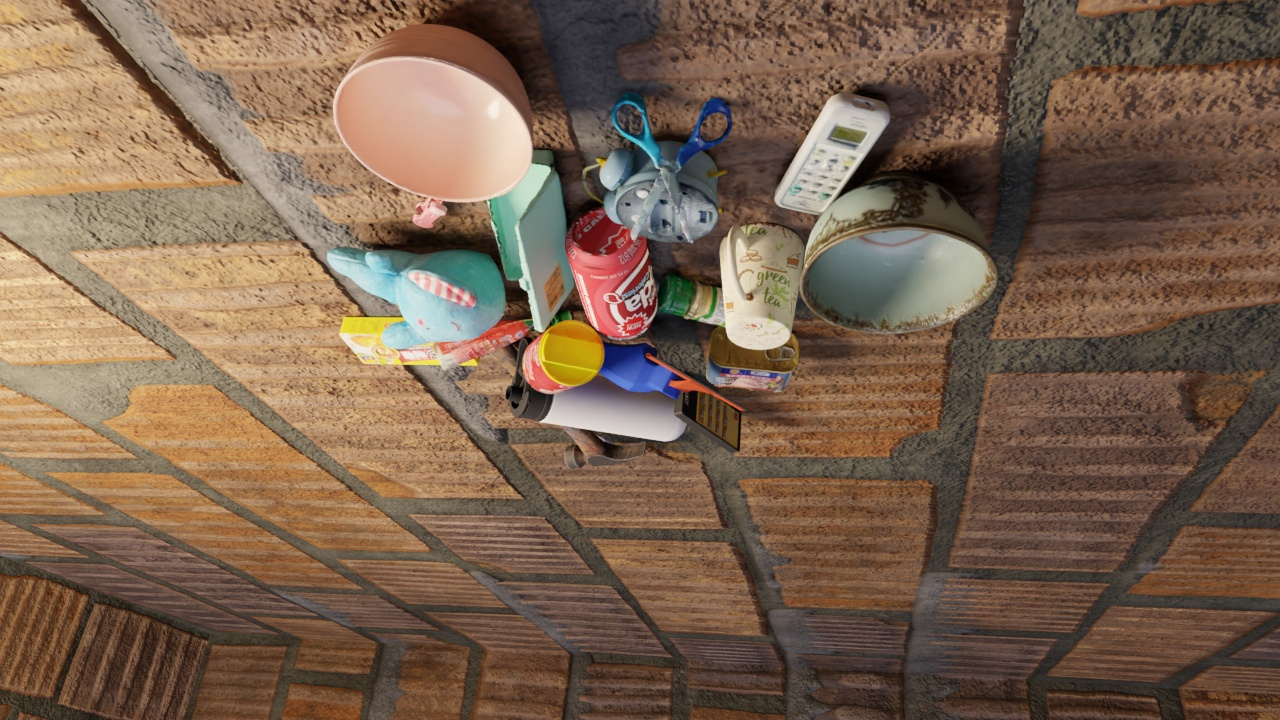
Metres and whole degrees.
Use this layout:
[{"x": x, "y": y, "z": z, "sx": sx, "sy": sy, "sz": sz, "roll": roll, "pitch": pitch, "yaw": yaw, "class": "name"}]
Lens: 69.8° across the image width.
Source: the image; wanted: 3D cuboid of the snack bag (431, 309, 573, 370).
[{"x": -0.148, "y": -0.029, "z": 1.010, "sx": 0.155, "sy": 0.044, "sz": 0.087, "roll": -15, "pitch": 177, "yaw": -1, "class": "snack bag"}]

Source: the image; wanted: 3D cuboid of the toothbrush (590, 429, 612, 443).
[{"x": -0.103, "y": 0.080, "z": 1.265, "sx": 0.019, "sy": 0.018, "sz": 0.188, "roll": -20, "pitch": 142, "yaw": 37, "class": "toothbrush"}]

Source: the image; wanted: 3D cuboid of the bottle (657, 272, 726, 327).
[{"x": 0.073, "y": -0.058, "z": 0.950, "sx": 0.110, "sy": 0.042, "sz": 0.043, "roll": 13, "pitch": 151, "yaw": -15, "class": "bottle"}]

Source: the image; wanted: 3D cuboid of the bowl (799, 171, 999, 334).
[{"x": 0.215, "y": -0.102, "z": 0.782, "sx": 0.160, "sy": 0.093, "sz": 0.160, "roll": 5, "pitch": 152, "yaw": 2, "class": "bowl"}]

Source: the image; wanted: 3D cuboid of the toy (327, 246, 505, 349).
[{"x": -0.226, "y": -0.066, "z": 0.920, "sx": 0.180, "sy": 0.115, "sz": 0.183, "roll": 13, "pitch": 177, "yaw": -3, "class": "toy"}]

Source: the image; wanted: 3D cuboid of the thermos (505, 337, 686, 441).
[{"x": -0.047, "y": 0.038, "z": 1.109, "sx": 0.229, "sy": 0.068, "sz": 0.101, "roll": 10, "pitch": 111, "yaw": -29, "class": "thermos"}]

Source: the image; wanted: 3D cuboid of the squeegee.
[{"x": -0.006, "y": 0.006, "z": 1.010, "sx": 0.185, "sy": 0.055, "sz": 0.249, "roll": 27, "pitch": 179, "yaw": 31, "class": "squeegee"}]

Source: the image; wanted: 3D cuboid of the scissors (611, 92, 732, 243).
[{"x": 0.031, "y": -0.155, "z": 0.725, "sx": 0.117, "sy": 0.130, "sz": 0.014, "roll": -17, "pitch": -174, "yaw": 0, "class": "scissors"}]

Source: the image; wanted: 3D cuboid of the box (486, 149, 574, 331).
[{"x": -0.104, "y": -0.101, "z": 0.852, "sx": 0.077, "sy": 0.091, "sz": 0.189, "roll": 4, "pitch": 152, "yaw": 2, "class": "box"}]

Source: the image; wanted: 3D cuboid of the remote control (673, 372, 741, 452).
[{"x": 0.087, "y": 0.068, "z": 1.163, "sx": 0.013, "sy": 0.058, "sz": 0.133, "roll": -15, "pitch": 146, "yaw": 35, "class": "remote control"}]

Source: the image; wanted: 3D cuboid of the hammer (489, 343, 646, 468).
[{"x": -0.111, "y": 0.046, "z": 1.166, "sx": 0.120, "sy": 0.033, "sz": 0.330, "roll": -10, "pitch": 142, "yaw": 24, "class": "hammer"}]

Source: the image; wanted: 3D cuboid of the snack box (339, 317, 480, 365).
[{"x": -0.274, "y": -0.023, "z": 1.100, "sx": 0.152, "sy": 0.025, "sz": 0.075, "roll": 1, "pitch": 152, "yaw": 11, "class": "snack box"}]

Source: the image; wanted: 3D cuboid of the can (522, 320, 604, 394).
[{"x": -0.084, "y": -0.002, "z": 0.974, "sx": 0.066, "sy": 0.066, "sz": 0.124, "roll": 14, "pitch": 170, "yaw": -14, "class": "can"}]

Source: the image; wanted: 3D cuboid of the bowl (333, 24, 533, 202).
[{"x": -0.149, "y": -0.197, "z": 0.698, "sx": 0.153, "sy": 0.076, "sz": 0.153, "roll": 5, "pitch": 151, "yaw": 3, "class": "bowl"}]

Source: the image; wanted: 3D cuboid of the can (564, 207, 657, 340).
[{"x": -0.026, "y": -0.082, "z": 0.888, "sx": 0.074, "sy": 0.074, "sz": 0.143, "roll": 1, "pitch": 152, "yaw": 9, "class": "can"}]

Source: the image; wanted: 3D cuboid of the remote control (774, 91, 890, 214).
[{"x": 0.153, "y": -0.167, "z": 0.748, "sx": 0.050, "sy": 0.022, "sz": 0.134, "roll": 11, "pitch": 151, "yaw": -9, "class": "remote control"}]

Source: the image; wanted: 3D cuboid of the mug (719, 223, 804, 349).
[{"x": 0.105, "y": -0.076, "z": 0.849, "sx": 0.081, "sy": 0.097, "sz": 0.122, "roll": -7, "pitch": 149, "yaw": 23, "class": "mug"}]

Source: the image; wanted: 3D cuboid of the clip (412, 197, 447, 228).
[{"x": -0.195, "y": -0.147, "z": 0.863, "sx": 0.023, "sy": 0.043, "sz": 0.060, "roll": 25, "pitch": 174, "yaw": -26, "class": "clip"}]

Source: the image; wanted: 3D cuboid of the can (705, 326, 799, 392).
[{"x": 0.125, "y": -0.001, "z": 1.032, "sx": 0.100, "sy": 0.053, "sz": 0.059, "roll": 6, "pitch": 153, "yaw": 2, "class": "can"}]

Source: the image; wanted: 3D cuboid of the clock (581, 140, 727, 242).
[{"x": 0.011, "y": -0.145, "z": 0.785, "sx": 0.124, "sy": 0.051, "sz": 0.089, "roll": 5, "pitch": 156, "yaw": 5, "class": "clock"}]
